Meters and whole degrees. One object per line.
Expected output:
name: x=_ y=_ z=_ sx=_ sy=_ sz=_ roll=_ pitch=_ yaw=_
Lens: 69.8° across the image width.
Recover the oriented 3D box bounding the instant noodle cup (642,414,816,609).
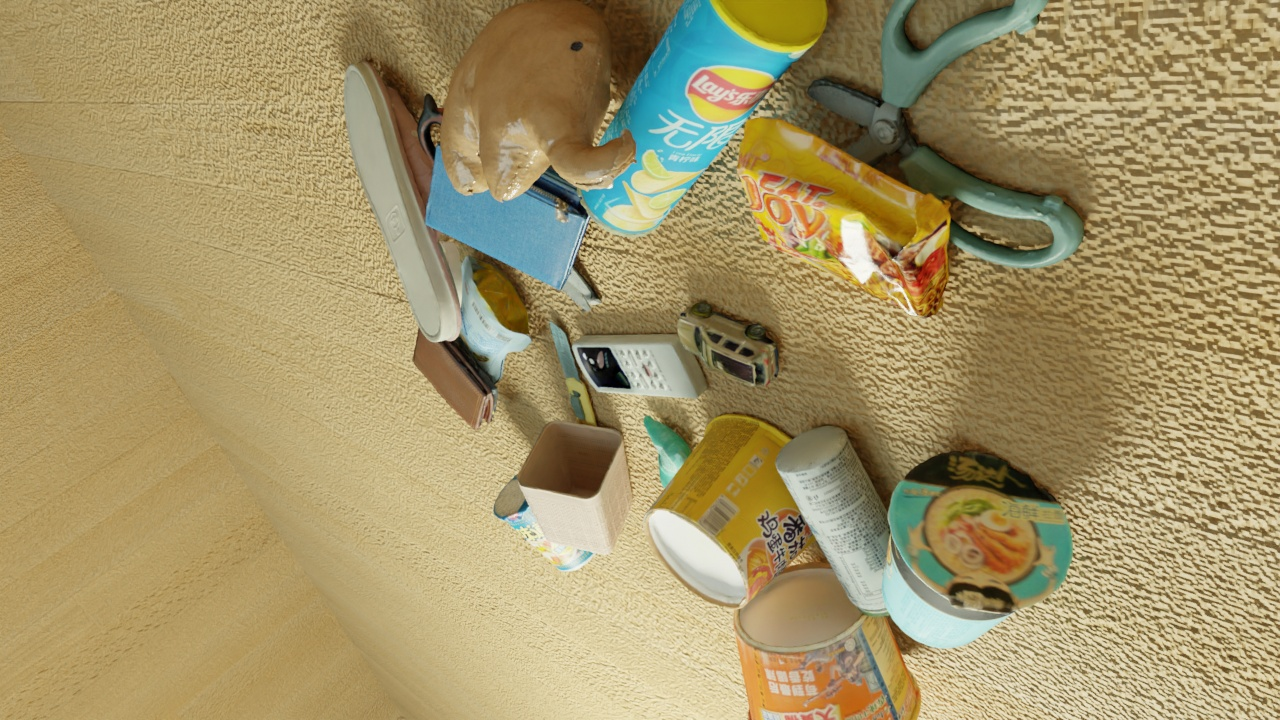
instant noodle cup: x=0.077 y=0.131 z=0.766 sx=0.138 sy=0.109 sz=0.138 roll=32 pitch=146 yaw=25

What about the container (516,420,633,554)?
container: x=-0.062 y=0.136 z=0.952 sx=0.090 sy=0.090 sz=0.111 roll=8 pitch=137 yaw=19

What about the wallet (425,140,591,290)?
wallet: x=-0.108 y=-0.124 z=0.751 sx=0.133 sy=0.040 sz=0.107 roll=26 pitch=136 yaw=0

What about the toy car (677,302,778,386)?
toy car: x=0.064 y=-0.012 z=0.702 sx=0.090 sy=0.035 sz=0.042 roll=28 pitch=142 yaw=35

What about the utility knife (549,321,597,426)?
utility knife: x=-0.060 y=0.047 z=0.945 sx=0.031 sy=0.022 sz=0.220 roll=14 pitch=131 yaw=31

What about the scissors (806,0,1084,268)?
scissors: x=0.163 y=-0.130 z=0.466 sx=0.170 sy=0.019 sz=0.180 roll=37 pitch=148 yaw=21

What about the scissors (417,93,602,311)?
scissors: x=-0.095 y=-0.134 z=0.773 sx=0.207 sy=0.015 sz=0.193 roll=21 pitch=127 yaw=2

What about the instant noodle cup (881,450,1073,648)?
instant noodle cup: x=0.212 y=0.138 z=0.618 sx=0.111 sy=0.111 sz=0.121 roll=35 pitch=152 yaw=23

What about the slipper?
slipper: x=-0.211 y=-0.149 z=0.850 sx=0.114 sy=0.054 sz=0.274 roll=-30 pitch=79 yaw=59

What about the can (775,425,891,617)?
can: x=0.160 y=0.123 z=0.702 sx=0.058 sy=0.058 sz=0.147 roll=-7 pitch=119 yaw=54

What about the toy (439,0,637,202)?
toy: x=-0.065 y=-0.170 z=0.598 sx=0.226 sy=0.082 sz=0.143 roll=26 pitch=101 yaw=58

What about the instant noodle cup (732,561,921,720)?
instant noodle cup: x=0.150 y=0.250 z=0.777 sx=0.152 sy=0.151 sz=0.111 roll=4 pitch=118 yaw=50

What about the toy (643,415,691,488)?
toy: x=0.037 y=0.105 z=0.861 sx=0.096 sy=0.030 sz=0.092 roll=43 pitch=155 yaw=38

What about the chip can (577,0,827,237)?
chip can: x=0.027 y=-0.154 z=0.559 sx=0.071 sy=0.071 sz=0.211 roll=49 pitch=149 yaw=1

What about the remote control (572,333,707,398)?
remote control: x=-0.005 y=0.005 z=0.818 sx=0.150 sy=0.021 sz=0.058 roll=0 pitch=124 yaw=51

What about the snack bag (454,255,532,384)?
snack bag: x=-0.171 y=-0.035 z=0.970 sx=0.110 sy=0.038 sz=0.191 roll=48 pitch=152 yaw=-2

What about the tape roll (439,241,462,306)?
tape roll: x=-0.199 y=-0.079 z=0.937 sx=0.086 sy=0.013 sz=0.086 roll=-3 pitch=90 yaw=64

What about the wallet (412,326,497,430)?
wallet: x=-0.206 y=0.012 z=1.014 sx=0.124 sy=0.032 sz=0.101 roll=48 pitch=152 yaw=10

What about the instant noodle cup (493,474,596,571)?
instant noodle cup: x=-0.101 y=0.185 z=1.072 sx=0.099 sy=0.099 sz=0.110 roll=-4 pitch=128 yaw=53

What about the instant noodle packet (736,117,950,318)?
instant noodle packet: x=0.115 y=-0.080 z=0.529 sx=0.128 sy=0.044 sz=0.111 roll=34 pitch=169 yaw=27
